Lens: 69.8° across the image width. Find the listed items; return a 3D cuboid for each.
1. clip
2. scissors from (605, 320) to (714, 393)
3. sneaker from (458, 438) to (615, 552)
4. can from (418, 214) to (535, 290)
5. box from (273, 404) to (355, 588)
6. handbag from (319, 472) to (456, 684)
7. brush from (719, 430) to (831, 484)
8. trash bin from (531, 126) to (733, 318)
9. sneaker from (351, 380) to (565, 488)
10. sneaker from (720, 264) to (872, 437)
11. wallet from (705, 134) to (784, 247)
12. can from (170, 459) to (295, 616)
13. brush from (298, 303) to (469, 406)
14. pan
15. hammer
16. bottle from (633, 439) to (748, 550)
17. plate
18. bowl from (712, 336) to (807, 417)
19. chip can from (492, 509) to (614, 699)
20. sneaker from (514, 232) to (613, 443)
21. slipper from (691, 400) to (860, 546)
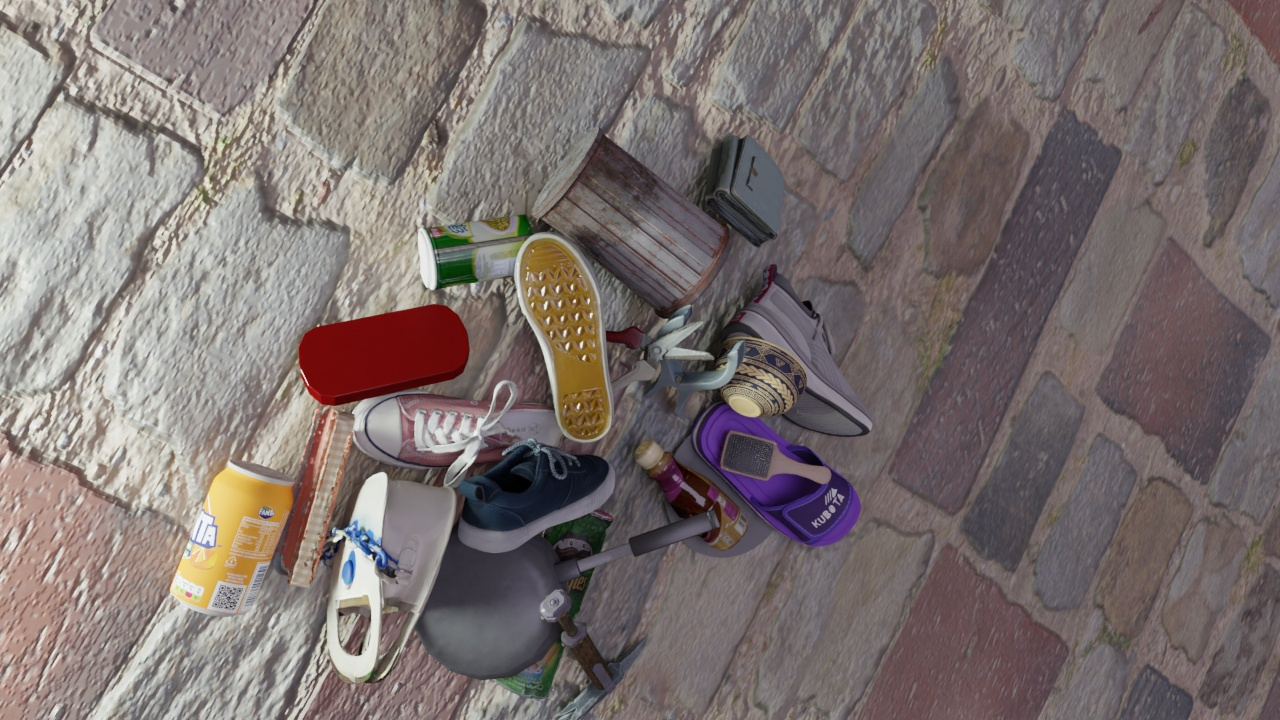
[{"bbox_3d":[0.032,-0.010,1.057,0.141,0.172,0.029,40,49,-3],"label":"clip"},{"bbox_3d":[-0.015,-0.003,1.041,0.193,0.015,0.180,32,121,16],"label":"scissors"},{"bbox_3d":[-0.107,0.126,0.976,0.235,0.089,0.087,-20,121,-57],"label":"sneaker"},{"bbox_3d":[-0.178,-0.119,1.001,0.120,0.067,0.067,-12,98,-22],"label":"can"},{"bbox_3d":[-0.336,0.137,0.950,0.043,0.083,0.187,17,85,-29],"label":"box"},{"bbox_3d":[-0.268,0.215,0.910,0.093,0.201,0.199,20,64,-25],"label":"handbag"},{"bbox_3d":[0.165,0.123,1.102,0.135,0.015,0.050,15,82,-2],"label":"brush"},{"bbox_3d":[-0.003,-0.149,1.040,0.211,0.131,0.130,36,79,-19],"label":"trash bin"},{"bbox_3d":[-0.188,0.078,0.997,0.240,0.088,0.118,2,92,-24],"label":"sneaker"},{"bbox_3d":[0.212,-0.003,1.163,0.263,0.097,0.128,42,59,-27],"label":"sneaker"},{"bbox_3d":[0.127,-0.204,1.098,0.100,0.054,0.131,33,44,-20],"label":"wallet"},{"bbox_3d":[-0.405,0.177,0.918,0.079,0.079,0.142,22,85,-22],"label":"can"},{"bbox_3d":[-0.270,-0.004,0.972,0.173,0.042,0.082,-13,69,-21],"label":"brush"},{"bbox_3d":[-0.084,0.230,0.998,0.357,0.041,0.178,-20,83,1],"label":"pan"},{"bbox_3d":[-0.058,0.307,0.988,0.146,0.028,0.317,-41,151,-17],"label":"hammer"},{"bbox_3d":[0.058,0.159,1.104,0.166,0.060,0.059,45,76,-19],"label":"bottle"},{"bbox_3d":[0.110,0.161,1.167,0.178,0.012,0.178,-1,94,-22],"label":"plate"},{"bbox_3d":[0.133,0.031,1.081,0.112,0.113,0.061,38,60,-20],"label":"bowl"},{"bbox_3d":[-0.102,0.272,1.053,0.075,0.075,0.223,22,85,-22],"label":"chip can"},{"bbox_3d":[-0.076,-0.029,1.014,0.087,0.079,0.235,-12,104,1],"label":"sneaker"},{"bbox_3d":[0.186,0.151,1.144,0.266,0.084,0.107,39,78,-20],"label":"slipper"}]
